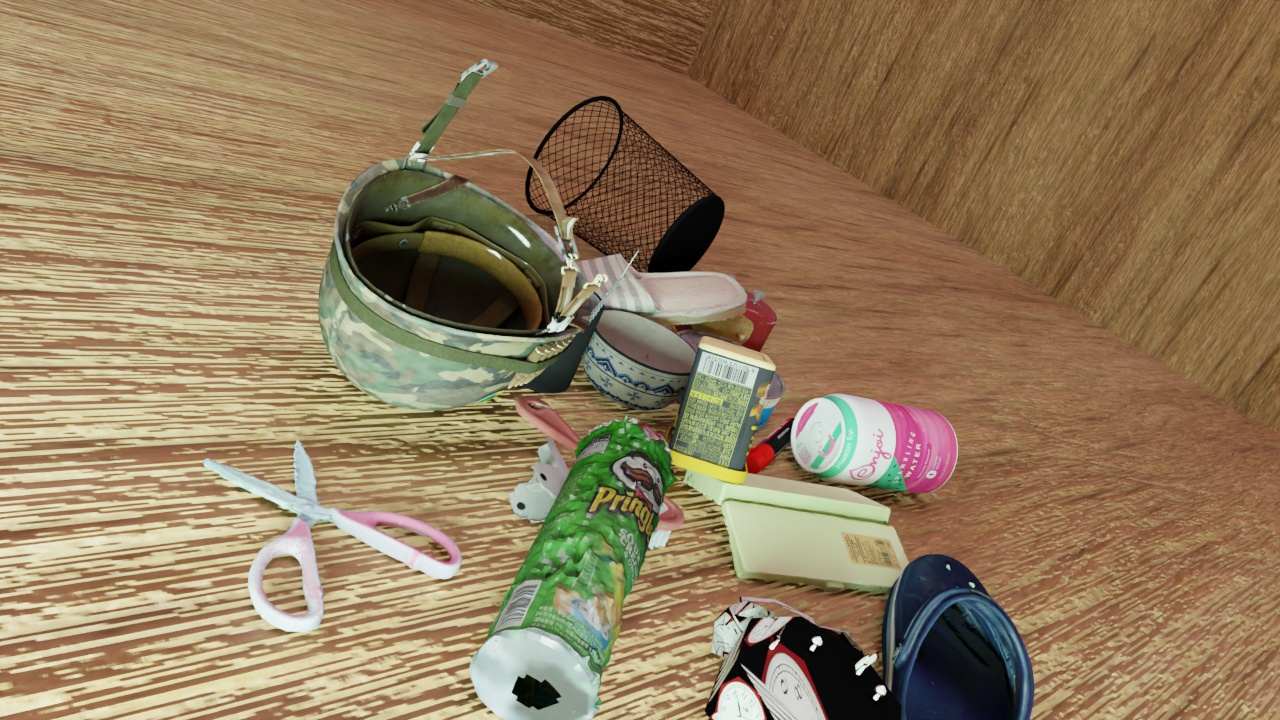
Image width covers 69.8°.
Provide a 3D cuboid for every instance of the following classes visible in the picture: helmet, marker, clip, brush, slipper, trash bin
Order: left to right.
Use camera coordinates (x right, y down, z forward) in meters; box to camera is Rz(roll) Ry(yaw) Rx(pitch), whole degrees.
[{"bbox_3d":[-0.128,-0.072,0.695,0.223,0.237,0.192,-24,67,-43],"label":"helmet"},{"bbox_3d":[-0.067,0.098,0.671,0.054,0.041,0.101,11,36,-47],"label":"clip"},{"bbox_3d":[-0.039,0.086,0.722,0.172,0.030,0.040,37,27,24],"label":"brush"},{"bbox_3d":[-0.013,-0.214,1.216,0.210,0.184,0.183,40,27,18],"label":"trash bin"},{"bbox_3d":[-0.010,-0.073,0.988,0.272,0.054,0.114,-5,32,-23],"label":"slipper"},{"bbox_3d":[0.132,0.084,0.916,0.023,0.021,0.144,10,16,24],"label":"marker"},{"bbox_3d":[0.230,0.214,0.648,0.105,0.095,0.252,27,26,9],"label":"slipper"}]

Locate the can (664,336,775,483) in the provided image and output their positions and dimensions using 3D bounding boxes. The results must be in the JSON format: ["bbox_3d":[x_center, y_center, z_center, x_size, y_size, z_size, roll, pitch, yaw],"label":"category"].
[{"bbox_3d":[0.068,0.038,0.794,0.072,0.101,0.130,17,6,3],"label":"can"}]

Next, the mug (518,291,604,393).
[{"bbox_3d":[-0.088,-0.035,0.855,0.078,0.088,0.113,17,24,-20],"label":"mug"}]

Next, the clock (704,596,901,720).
[{"bbox_3d":[0.103,0.199,0.581,0.114,0.065,0.154,20,24,-13],"label":"clock"}]

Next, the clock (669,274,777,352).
[{"bbox_3d":[0.110,-0.059,1.118,0.117,0.081,0.158,30,23,11],"label":"clock"}]

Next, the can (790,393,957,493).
[{"bbox_3d":[0.240,0.085,0.935,0.165,0.088,0.088,11,27,-32],"label":"can"}]

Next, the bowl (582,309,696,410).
[{"bbox_3d":[-0.005,0.005,0.892,0.115,0.059,0.115,21,23,-10],"label":"bowl"}]

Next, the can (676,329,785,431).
[{"bbox_3d":[0.086,0.020,0.974,0.130,0.044,0.129,21,23,-10],"label":"can"}]

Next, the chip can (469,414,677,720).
[{"bbox_3d":[-0.033,0.121,0.568,0.075,0.076,0.222,25,30,-1],"label":"chip can"}]

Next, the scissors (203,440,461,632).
[{"bbox_3d":[-0.195,0.103,0.547,0.170,0.014,0.167,26,23,1],"label":"scissors"}]

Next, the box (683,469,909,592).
[{"bbox_3d":[0.141,0.138,0.785,0.187,0.048,0.140,13,28,-26],"label":"box"}]

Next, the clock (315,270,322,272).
[{"bbox_3d":[-0.221,-0.061,0.832,0.122,0.044,0.091,-1,35,-47],"label":"clock"}]
